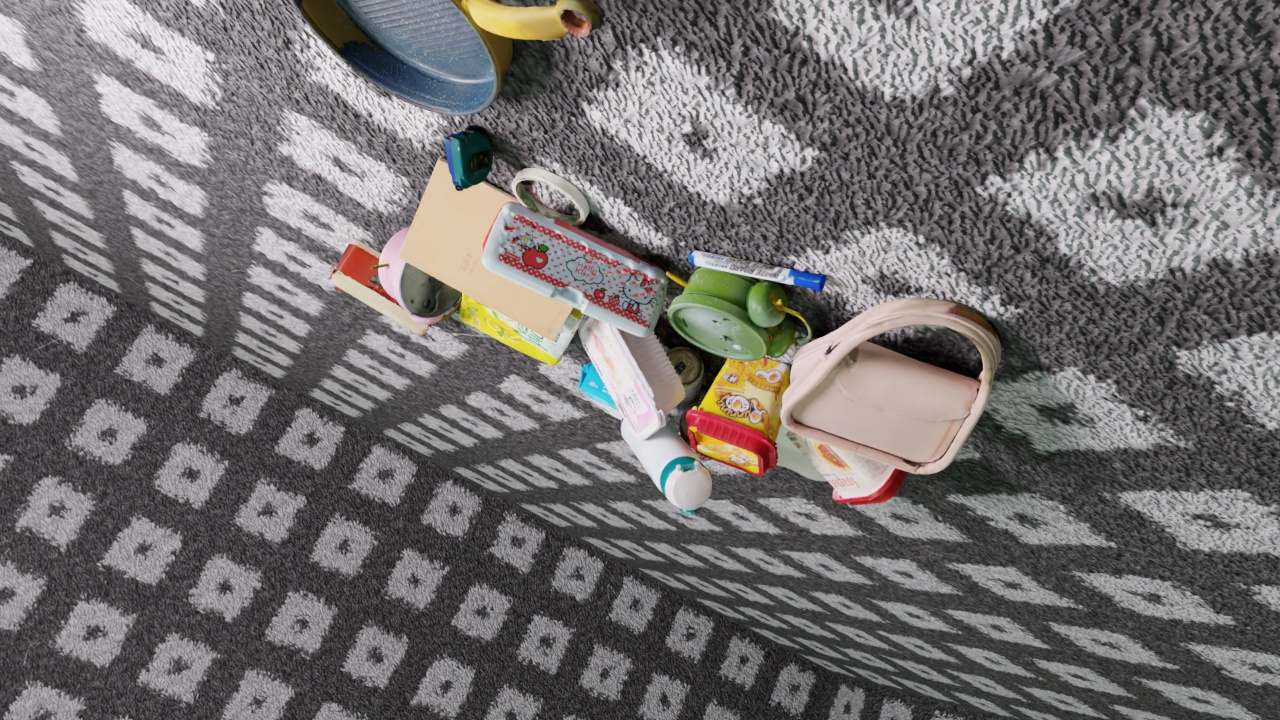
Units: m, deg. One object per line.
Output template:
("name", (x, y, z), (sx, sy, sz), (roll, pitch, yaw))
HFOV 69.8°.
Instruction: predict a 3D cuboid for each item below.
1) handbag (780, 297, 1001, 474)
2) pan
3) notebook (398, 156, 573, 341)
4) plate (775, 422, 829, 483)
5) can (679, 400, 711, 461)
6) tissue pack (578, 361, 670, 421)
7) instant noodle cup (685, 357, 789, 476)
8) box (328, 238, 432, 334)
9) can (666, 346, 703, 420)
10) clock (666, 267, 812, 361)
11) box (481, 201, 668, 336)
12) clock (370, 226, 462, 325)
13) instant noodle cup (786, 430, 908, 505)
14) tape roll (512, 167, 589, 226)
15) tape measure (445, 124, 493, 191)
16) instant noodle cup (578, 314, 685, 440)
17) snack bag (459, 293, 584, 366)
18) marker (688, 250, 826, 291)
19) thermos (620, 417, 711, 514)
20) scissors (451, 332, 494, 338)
("handbag", (0.263, 0.015, 0.926), (0.193, 0.093, 0.235), (17, 150, -1))
("pan", (-0.148, -0.263, 0.706), (0.358, 0.078, 0.197), (7, 154, 42))
("notebook", (-0.162, -0.123, 1.063), (0.211, 0.012, 0.150), (29, 126, -8))
("plate", (0.219, 0.109, 1.274), (0.205, 0.045, 0.205), (22, 162, 8))
("can", (0.087, 0.097, 1.269), (0.066, 0.066, 0.094), (22, 163, 10))
("tissue pack", (-0.022, 0.051, 1.377), (0.140, 0.063, 0.090), (22, 165, 38))
("instant noodle cup", (0.130, 0.062, 1.140), (0.116, 0.123, 0.116), (19, 160, 17))
("box", (-0.394, -0.104, 1.418), (0.168, 0.077, 0.091), (32, 159, -18))
("can", (0.054, 0.033, 1.256), (0.058, 0.058, 0.147), (22, 161, 9))
("clock", (0.107, -0.048, 0.987), (0.161, 0.056, 0.116), (15, 159, 26))
("box", (-0.072, -0.090, 0.986), (0.201, 0.098, 0.095), (23, 135, -16))
("clock", (-0.278, -0.110, 1.212), (0.060, 0.117, 0.158), (25, 161, 33))
("instant noodle cup", (0.257, 0.099, 1.120), (0.124, 0.116, 0.116), (41, 158, -8))
("tape roll", (-0.095, -0.172, 0.975), (0.086, 0.013, 0.086), (22, 160, 8))
("tape measure", (-0.171, -0.204, 0.924), (0.025, 0.054, 0.058), (19, 128, 26))
("instant noodle cup", (-0.007, 0.007, 1.168), (0.173, 0.060, 0.138), (59, 161, 6))
("snack bag", (-0.152, -0.079, 1.205), (0.158, 0.068, 0.247), (27, 160, -5))
("marker", (0.115, -0.092, 0.924), (0.146, 0.016, 0.017), (15, 158, 27))
("thermos", (0.033, 0.128, 1.210), (0.073, 0.073, 0.224), (34, -174, -23))
("scissors", (-0.195, -0.034, 1.376), (0.174, 0.012, 0.162), (4, 180, -7))
